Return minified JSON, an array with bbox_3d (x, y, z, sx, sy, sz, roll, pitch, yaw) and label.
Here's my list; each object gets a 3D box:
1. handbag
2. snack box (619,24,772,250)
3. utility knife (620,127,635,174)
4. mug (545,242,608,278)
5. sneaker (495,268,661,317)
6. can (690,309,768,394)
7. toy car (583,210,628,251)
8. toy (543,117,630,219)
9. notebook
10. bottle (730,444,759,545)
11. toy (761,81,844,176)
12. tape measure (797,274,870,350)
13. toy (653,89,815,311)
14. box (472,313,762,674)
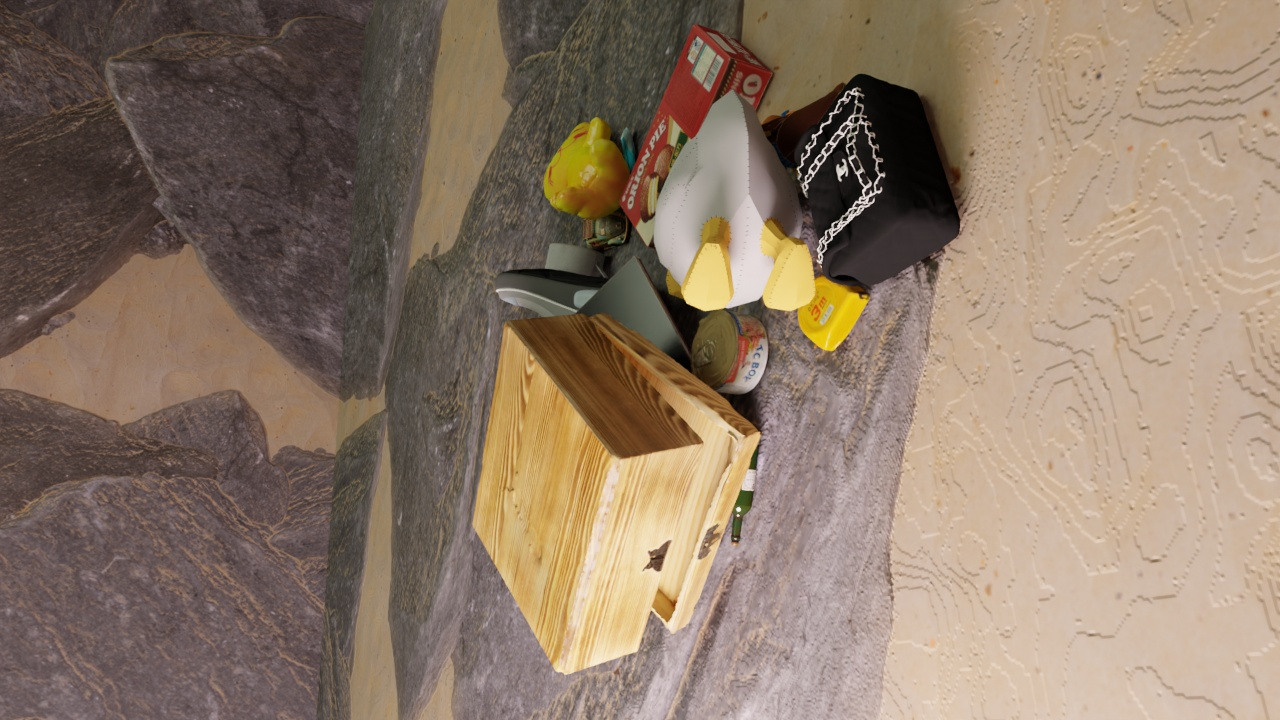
[{"bbox_3d":[0.174,-0.146,0.764,0.125,0.114,0.153,-45,49,50],"label":"handbag"},{"bbox_3d":[0.057,-0.252,1.065,0.237,0.060,0.113,-65,33,28],"label":"snack box"},{"bbox_3d":[-0.007,-0.241,1.234,0.022,0.015,0.168,130,137,-53],"label":"utility knife"},{"bbox_3d":[-0.083,-0.120,1.282,0.113,0.084,0.070,12,91,33],"label":"mug"},{"bbox_3d":[-0.088,-0.033,1.184,0.257,0.092,0.160,10,102,36],"label":"sneaker"},{"bbox_3d":[0.091,-0.008,0.953,0.086,0.043,0.086,-27,59,57],"label":"can"},{"bbox_3d":[-0.057,-0.180,1.272,0.112,0.047,0.047,-5,81,61],"label":"toy car"},{"bbox_3d":[-0.069,-0.262,1.267,0.134,0.087,0.194,-61,24,9],"label":"toy"},{"bbox_3d":[-0.006,0.006,1.043,0.142,0.008,0.209,-42,63,31],"label":"notebook"},{"bbox_3d":[0.100,0.132,0.917,0.025,0.025,0.106,2,85,62],"label":"bottle"},{"bbox_3d":[0.156,-0.237,0.908,0.103,0.070,0.090,-48,23,11],"label":"toy"},{"bbox_3d":[0.171,-0.046,0.830,0.068,0.030,0.059,-64,32,25],"label":"tape measure"},{"bbox_3d":[0.078,-0.137,0.901,0.267,0.141,0.247,-108,20,-60],"label":"toy"},{"bbox_3d":[-0.044,0.121,0.942,0.247,0.175,0.280,45,134,41],"label":"box"}]
